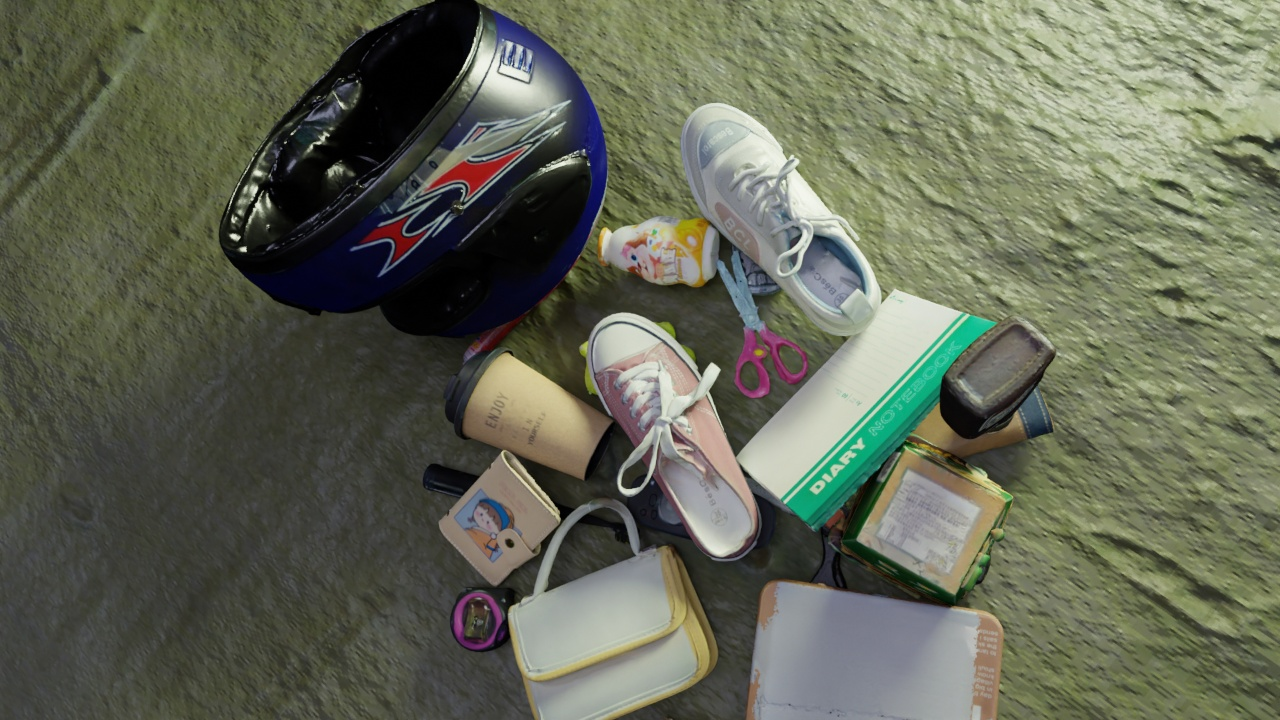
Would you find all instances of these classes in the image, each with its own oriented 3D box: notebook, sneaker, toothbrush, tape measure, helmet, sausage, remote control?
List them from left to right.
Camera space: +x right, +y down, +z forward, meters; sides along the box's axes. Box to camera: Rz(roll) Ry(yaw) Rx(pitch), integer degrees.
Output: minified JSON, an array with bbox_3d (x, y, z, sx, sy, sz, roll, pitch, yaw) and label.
[{"bbox_3d":[-0.169,-0.137,0.800,0.247,0.240,0.315,30,76,43],"label":"helmet"},{"bbox_3d":[-0.143,0.234,0.829,0.057,0.039,0.057,0,79,14],"label":"tape measure"},{"bbox_3d":[-0.121,-0.048,0.891,0.156,0.020,0.020,-45,72,2],"label":"sausage"},{"bbox_3d":[-0.101,0.134,0.848,0.213,0.026,0.027,13,115,14],"label":"toothbrush"},{"bbox_3d":[0.025,0.055,0.767,0.118,0.088,0.241,-29,71,1],"label":"sneaker"},{"bbox_3d":[0.054,0.132,0.806,0.136,0.024,0.053,9,82,24],"label":"remote control"},{"bbox_3d":[0.113,-0.122,0.775,0.089,0.090,0.242,-39,82,8],"label":"sneaker"},{"bbox_3d":[0.178,0.033,0.744,0.209,0.150,0.012,-46,112,-1],"label":"notebook"}]

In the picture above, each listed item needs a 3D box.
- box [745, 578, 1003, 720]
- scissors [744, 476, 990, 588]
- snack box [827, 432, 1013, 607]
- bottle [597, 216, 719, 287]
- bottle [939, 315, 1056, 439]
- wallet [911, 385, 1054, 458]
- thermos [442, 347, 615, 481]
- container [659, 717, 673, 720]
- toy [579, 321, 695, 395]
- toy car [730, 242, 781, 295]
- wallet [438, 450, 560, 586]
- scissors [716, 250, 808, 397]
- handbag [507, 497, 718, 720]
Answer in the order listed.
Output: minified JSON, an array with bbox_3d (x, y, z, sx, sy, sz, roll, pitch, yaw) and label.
[{"bbox_3d":[0.162,0.304,0.680,0.179,0.110,0.260,7,106,15],"label":"box"},{"bbox_3d":[0.177,0.153,0.777,0.235,0.021,0.220,9,77,18],"label":"scissors"},{"bbox_3d":[0.216,0.120,0.700,0.117,0.105,0.118,28,88,18],"label":"snack box"},{"bbox_3d":[0.016,-0.101,0.845,0.108,0.063,0.063,5,80,15],"label":"bottle"},{"bbox_3d":[0.252,0.023,0.658,0.080,0.195,0.044,-43,69,6],"label":"bottle"},{"bbox_3d":[0.274,0.036,0.770,0.115,0.033,0.090,-20,72,10],"label":"wallet"},{"bbox_3d":[-0.099,0.051,0.833,0.143,0.093,0.093,26,86,10],"label":"thermos"},{"bbox_3d":[0.016,0.361,0.741,0.090,0.090,0.111,31,85,18],"label":"container"},{"bbox_3d":[-0.005,0.005,0.845,0.100,0.031,0.096,-39,75,3],"label":"toy"},{"bbox_3d":[0.108,-0.119,0.840,0.054,0.036,0.120,-6,86,12],"label":"toy car"},{"bbox_3d":[-0.125,0.146,0.829,0.087,0.024,0.115,50,119,10],"label":"wallet"},{"bbox_3d":[0.108,-0.037,0.820,0.073,0.017,0.137,-13,89,14],"label":"scissors"},{"bbox_3d":[-0.036,0.214,0.790,0.163,0.063,0.178,-23,78,7],"label":"handbag"}]
